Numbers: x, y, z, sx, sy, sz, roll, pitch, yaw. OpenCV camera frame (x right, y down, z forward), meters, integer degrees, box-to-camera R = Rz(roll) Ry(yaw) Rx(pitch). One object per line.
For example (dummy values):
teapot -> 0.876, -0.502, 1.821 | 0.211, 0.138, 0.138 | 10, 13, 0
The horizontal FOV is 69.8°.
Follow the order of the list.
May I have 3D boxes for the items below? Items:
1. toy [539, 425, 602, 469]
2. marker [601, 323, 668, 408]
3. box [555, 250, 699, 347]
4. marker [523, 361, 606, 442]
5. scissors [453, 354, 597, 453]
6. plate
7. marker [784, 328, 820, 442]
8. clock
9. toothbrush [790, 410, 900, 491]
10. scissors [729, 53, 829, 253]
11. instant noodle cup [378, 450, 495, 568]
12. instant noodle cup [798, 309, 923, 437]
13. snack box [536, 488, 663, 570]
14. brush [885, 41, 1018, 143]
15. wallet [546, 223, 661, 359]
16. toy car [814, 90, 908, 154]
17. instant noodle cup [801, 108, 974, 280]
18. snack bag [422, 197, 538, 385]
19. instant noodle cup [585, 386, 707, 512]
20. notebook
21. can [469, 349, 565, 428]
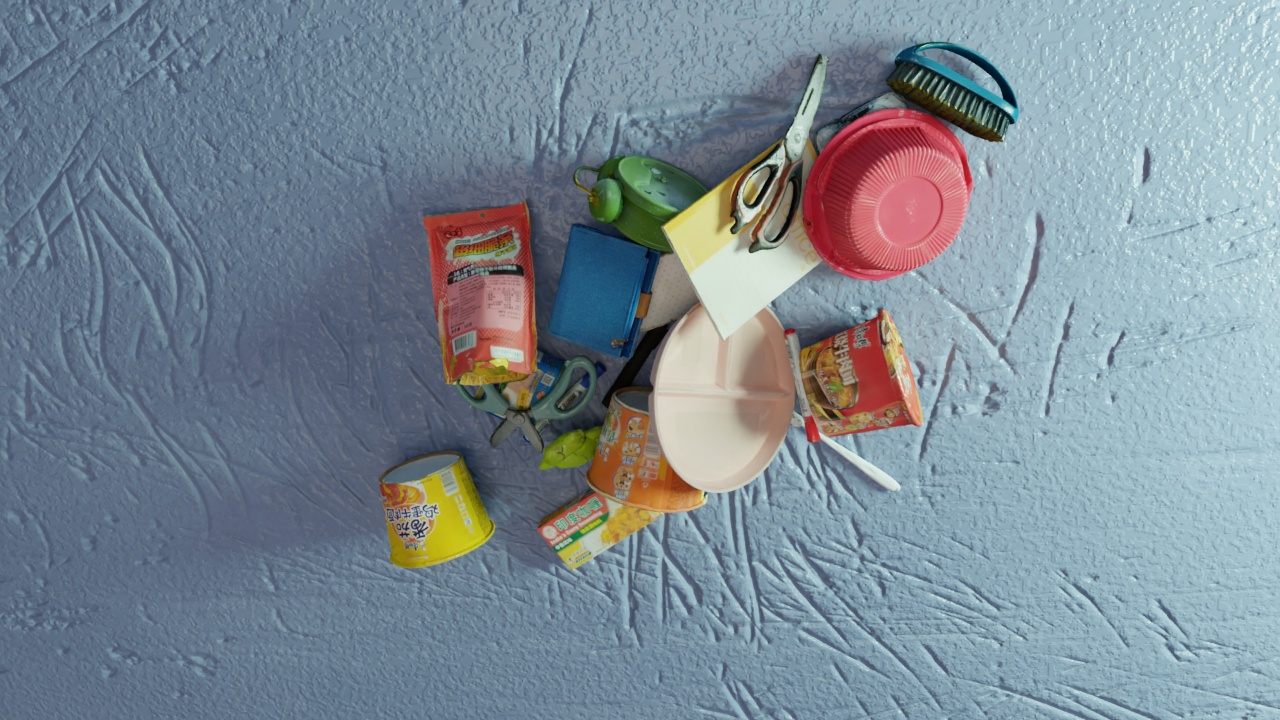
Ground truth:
toy -> -0.083, 0.109, 1.143 | 0.096, 0.100, 0.031 | -36, 69, -4
marker -> -0.007, 0.007, 1.127 | 0.022, 0.020, 0.132 | 46, 114, 29
box -> -0.001, -0.083, 1.070 | 0.184, 0.063, 0.090 | -14, 110, 9
marker -> -0.097, 0.054, 1.158 | 0.017, 0.016, 0.146 | 43, 110, -11
scissors -> -0.142, 0.027, 1.091 | 0.175, 0.019, 0.170 | -37, 109, 17
plate -> 0.094, 0.036, 1.049 | 0.028, 0.228, 0.229 | 6, 121, 49
marker -> 0.194, 0.031, 1.103 | 0.017, 0.017, 0.145 | -12, 107, 10
clock -> 0.004, -0.176, 1.003 | 0.161, 0.115, 0.056 | 22, 122, -6
toothbrush -> 0.253, 0.115, 1.146 | 0.180, 0.016, 0.016 | 34, 113, -8
scissors -> 0.148, -0.227, 0.970 | 0.182, 0.015, 0.209 | -18, 106, -23
instant noodle cup -> -0.267, 0.185, 1.172 | 0.138, 0.137, 0.110 | -12, 102, 10
instant noodle cup -> 0.251, 0.025, 1.054 | 0.109, 0.137, 0.138 | -19, 109, 21
snack box -> -0.052, 0.207, 1.209 | 0.156, 0.027, 0.077 | -34, 104, 17
brush -> 0.331, -0.287, 0.957 | 0.144, 0.055, 0.073 | 26, 95, -5
wallet -> -0.041, -0.077, 1.023 | 0.106, 0.040, 0.133 | 18, 111, 9
toy car -> 0.241, -0.250, 0.993 | 0.106, 0.031, 0.049 | -28, 108, 14
instant noodle cup -> 0.275, -0.168, 0.981 | 0.193, 0.065, 0.194 | -4, 114, -9
snack bag -> -0.179, -0.079, 1.048 | 0.129, 0.073, 0.207 | -9, 76, 6
instant noodle cup -> 0.017, 0.101, 1.102 | 0.151, 0.151, 0.111 | 11, 104, 1
notebook -> 0.132, -0.139, 0.992 | 0.206, 0.010, 0.146 | -37, 113, -17
can -> -0.151, 0.029, 1.133 | 0.083, 0.057, 0.102 | 27, 112, -7
